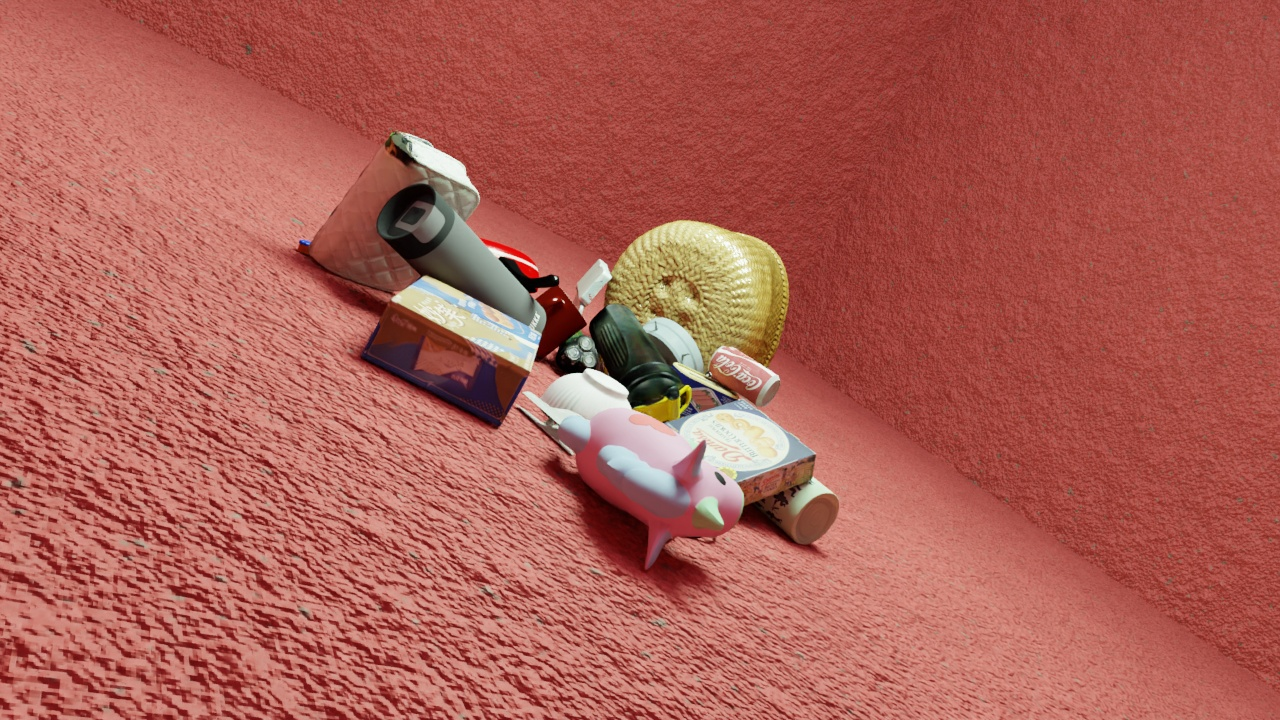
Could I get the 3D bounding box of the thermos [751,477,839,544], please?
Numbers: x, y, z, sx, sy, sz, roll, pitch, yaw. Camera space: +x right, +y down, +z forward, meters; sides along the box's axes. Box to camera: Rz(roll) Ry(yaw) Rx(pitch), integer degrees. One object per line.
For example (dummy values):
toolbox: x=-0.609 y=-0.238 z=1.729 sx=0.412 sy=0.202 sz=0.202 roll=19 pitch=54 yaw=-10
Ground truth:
thermos: x=0.154 y=0.139 z=1.192 sx=0.082 sy=0.082 sz=0.231 roll=22 pitch=12 yaw=-41

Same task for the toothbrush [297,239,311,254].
toothbrush: x=-0.374 y=-0.125 z=1.210 sx=0.016 sy=0.018 sz=0.182 roll=31 pitch=5 yaw=36

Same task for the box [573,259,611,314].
box: x=-0.099 y=-0.111 z=1.602 sx=0.041 sy=0.134 sz=0.197 roll=36 pitch=8 yaw=-10

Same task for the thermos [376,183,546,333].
thermos: x=-0.215 y=-0.107 z=1.131 sx=0.082 sy=0.082 sz=0.240 roll=39 pitch=-8 yaw=45

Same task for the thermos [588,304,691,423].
thermos: x=-0.007 y=0.007 z=1.261 sx=0.098 sy=0.098 sz=0.220 roll=24 pitch=23 yaw=-32

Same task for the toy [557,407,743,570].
toy: x=-0.001 y=0.101 z=0.856 sx=0.222 sy=0.120 sz=0.171 roll=25 pitch=4 yaw=23

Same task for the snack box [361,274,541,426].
snack box: x=-0.195 y=-0.017 z=0.992 sx=0.155 sy=0.069 sz=0.202 roll=27 pitch=9 yaw=-8

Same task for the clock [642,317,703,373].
clock: x=0.033 y=0.006 z=1.414 sx=0.122 sy=0.160 sz=0.045 roll=45 pitch=53 yaw=15

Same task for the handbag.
handbag: x=-0.306 y=-0.183 z=1.140 sx=0.138 sy=0.195 sz=0.072 roll=20 pitch=32 yaw=-49

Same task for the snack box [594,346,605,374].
snack box: x=-0.013 y=0.017 z=1.376 sx=0.121 sy=0.072 sz=0.072 roll=35 pitch=10 yaw=30

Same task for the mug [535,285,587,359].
mug: x=-0.130 y=-0.058 z=1.272 sx=0.073 sy=0.082 sz=0.106 roll=51 pitch=-6 yaw=11

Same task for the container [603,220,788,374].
container: x=0.086 y=-0.091 z=1.584 sx=0.307 sy=0.307 sz=0.196 roll=34 pitch=14 yaw=23

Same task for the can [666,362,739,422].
can: x=0.072 y=0.066 z=1.301 sx=0.116 sy=0.092 sz=0.056 roll=25 pitch=10 yaw=-29

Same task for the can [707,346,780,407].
can: x=0.146 y=0.022 z=1.301 sx=0.096 sy=0.054 sz=0.054 roll=34 pitch=10 yaw=25

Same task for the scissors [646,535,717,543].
scissors: x=0.024 y=0.159 z=0.908 sx=0.170 sy=0.012 sz=0.121 roll=14 pitch=18 yaw=-47

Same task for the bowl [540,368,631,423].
bowl: x=-0.054 y=0.050 z=1.087 sx=0.118 sy=0.062 sz=0.118 roll=29 pitch=9 yaw=-5

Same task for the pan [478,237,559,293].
pan: x=-0.208 y=-0.135 z=1.301 sx=0.208 sy=0.067 sz=0.357 roll=15 pitch=-6 yaw=-37

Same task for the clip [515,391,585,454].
clip: x=-0.083 y=0.063 z=1.003 sx=0.058 sy=0.050 sz=0.102 roll=0 pitch=30 yaw=-47

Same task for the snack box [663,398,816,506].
snack box: x=0.112 y=0.113 z=1.118 sx=0.144 sy=0.043 sz=0.144 roll=-15 pitch=34 yaw=-30

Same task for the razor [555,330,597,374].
razor: x=-0.091 y=-0.021 z=1.331 sx=0.054 sy=0.067 sz=0.151 roll=26 pitch=16 yaw=-14

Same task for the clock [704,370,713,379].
clock: x=0.139 y=0.092 z=1.452 sx=0.154 sy=0.065 sz=0.114 roll=45 pitch=7 yaw=-7
